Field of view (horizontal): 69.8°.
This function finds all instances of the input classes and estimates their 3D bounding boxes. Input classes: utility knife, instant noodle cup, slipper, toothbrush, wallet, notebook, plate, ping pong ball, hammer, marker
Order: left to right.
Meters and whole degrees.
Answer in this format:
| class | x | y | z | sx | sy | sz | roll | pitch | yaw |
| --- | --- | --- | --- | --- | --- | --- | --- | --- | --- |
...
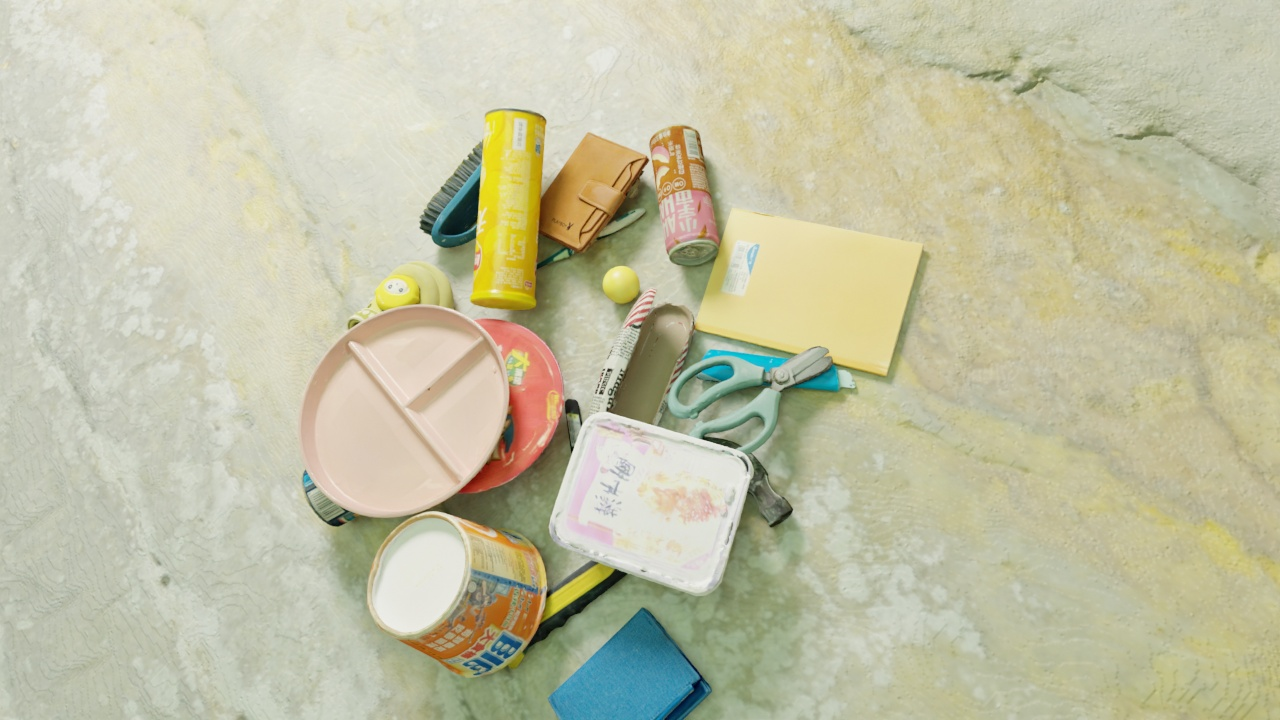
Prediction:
| class | x | y | z | sx | sy | sz | roll | pitch | yaw |
| --- | --- | --- | --- | --- | --- | --- | --- | --- | --- |
| slipper | -0.283 | -0.028 | 1.032 | 0.092 | 0.081 | 0.190 | 24 | 84 | 18 |
| plate | -0.241 | 0.050 | 0.940 | 0.230 | 0.028 | 0.229 | -4 | 67 | 10 |
| instant noodle cup | -0.183 | 0.221 | 0.892 | 0.152 | 0.111 | 0.151 | -14 | 58 | 23 |
| instant noodle cup | -0.168 | 0.054 | 0.974 | 0.194 | 0.066 | 0.193 | -4 | 68 | 10 |
| toothbrush | -0.077 | -0.122 | 1.035 | 0.192 | 0.016 | 0.018 | -28 | 78 | 7 |
| marker | -0.064 | 0.097 | 0.967 | 0.018 | 0.015 | 0.124 | -16 | 67 | 10 |
| wallet | -0.060 | -0.188 | 1.031 | 0.108 | 0.031 | 0.131 | 31 | 85 | 38 |
| ping pong ball | -0.021 | -0.082 | 0.993 | 0.040 | 0.040 | 0.040 | -4 | 73 | 14 |
| hammer | -0.015 | 0.192 | 0.915 | 0.323 | 0.032 | 0.126 | -36 | 68 | 3 |
| wallet | -0.011 | 0.318 | 0.873 | 0.133 | 0.040 | 0.106 | -44 | 59 | 0 |
| instant noodle cup | 0.014 | 0.136 | 0.873 | 0.173 | 0.060 | 0.138 | 15 | 79 | 20 |
| utility knife | 0.138 | 0.012 | 0.933 | 0.160 | 0.018 | 0.034 | 6 | 76 | 16 |
| notebook | 0.172 | -0.075 | 0.952 | 0.206 | 0.010 | 0.145 | 14 | 79 | 19 |

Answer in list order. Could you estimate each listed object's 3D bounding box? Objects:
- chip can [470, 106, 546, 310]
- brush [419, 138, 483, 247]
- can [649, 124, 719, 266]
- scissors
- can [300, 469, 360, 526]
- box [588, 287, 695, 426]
| class | x | y | z | sx | sy | sz | roll | pitch | yaw |
| --- | --- | --- | --- | --- | --- | --- | --- | --- | --- |
| chip can | -0.144 | -0.165 | 1.007 | 0.072 | 0.072 | 0.213 | 1 | 85 | 16 |
| brush | -0.189 | -0.189 | 1.065 | 0.073 | 0.055 | 0.144 | 36 | 86 | 19 |
| can | 0.047 | -0.180 | 0.993 | 0.058 | 0.058 | 0.147 | -12 | 71 | 12 |
| scissors | 0.104 | 0.016 | 0.920 | 0.185 | 0.019 | 0.130 | -43 | 66 | -11 |
| can | -0.300 | 0.123 | 0.993 | 0.111 | 0.075 | 0.075 | -29 | 68 | 6 |
| box | -0.010 | 0.003 | 0.940 | 0.076 | 0.087 | 0.163 | 18 | 82 | 35 |
